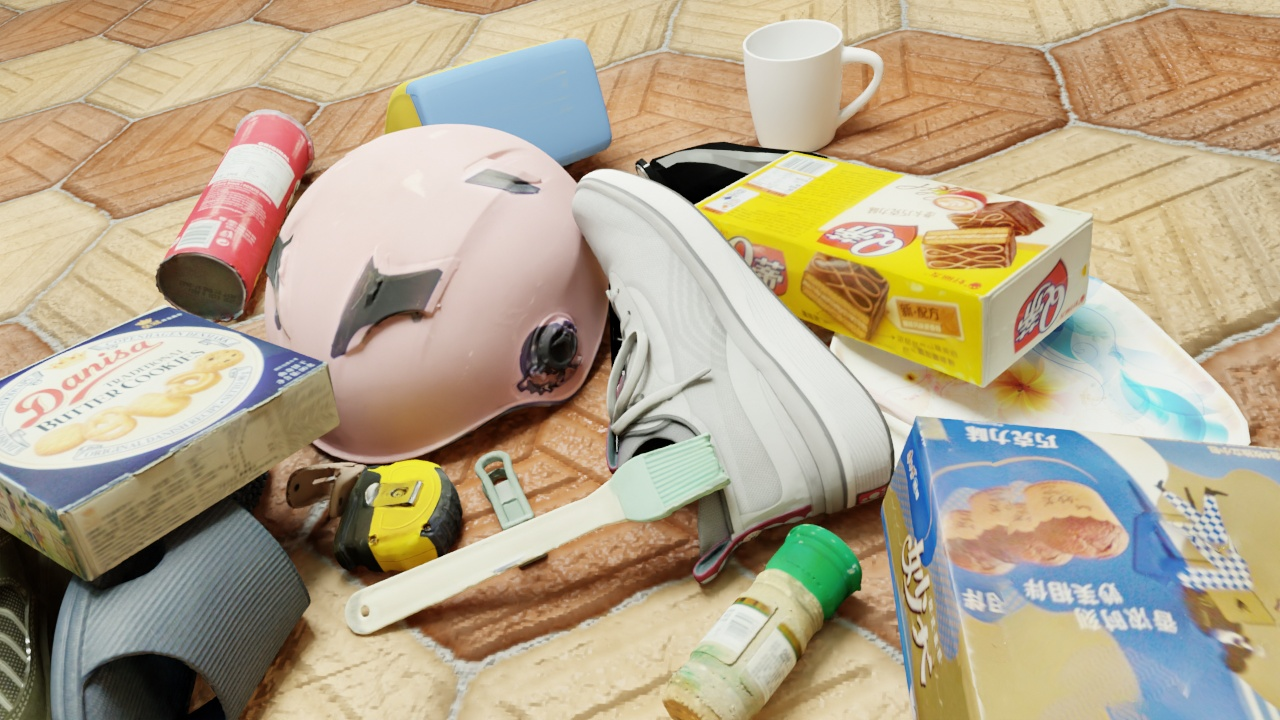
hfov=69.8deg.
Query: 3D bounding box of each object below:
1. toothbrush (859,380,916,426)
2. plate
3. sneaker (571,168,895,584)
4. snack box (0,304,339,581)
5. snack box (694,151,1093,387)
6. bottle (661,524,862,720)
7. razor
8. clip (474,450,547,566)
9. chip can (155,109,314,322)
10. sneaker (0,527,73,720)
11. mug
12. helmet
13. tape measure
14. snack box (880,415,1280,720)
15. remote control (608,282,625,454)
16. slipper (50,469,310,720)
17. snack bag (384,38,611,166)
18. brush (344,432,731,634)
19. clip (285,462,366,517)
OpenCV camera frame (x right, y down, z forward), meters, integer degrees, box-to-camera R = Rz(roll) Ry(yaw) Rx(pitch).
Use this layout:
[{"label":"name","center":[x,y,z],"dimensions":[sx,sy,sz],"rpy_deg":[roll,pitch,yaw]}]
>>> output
[{"label":"toothbrush","center":[0.134,0.027,0.514],"dimensions":[0.018,0.016,0.181],"rpy_deg":[-38,47,-19]},{"label":"plate","center":[0.218,0.018,0.529],"dimensions":[0.187,0.016,0.186],"rpy_deg":[-14,41,-2]},{"label":"sneaker","center":[0.017,0.000,0.526],"dimensions":[0.128,0.097,0.263],"rpy_deg":[-33,64,-9]},{"label":"snack box","center":[-0.259,0.032,0.470],"dimensions":[0.145,0.043,0.144],"rpy_deg":[16,35,28]},{"label":"snack box","center":[0.149,-0.069,0.587],"dimensions":[0.109,0.062,0.230],"rpy_deg":[-33,38,-27]},{"label":"bottle","center":[0.058,0.127,0.425],"dimensions":[0.043,0.043,0.110],"rpy_deg":[25,53,35]},{"label":"razor","center":[0.077,-0.146,0.728],"dimensions":[0.156,0.057,0.060],"rpy_deg":[-11,72,2]},{"label":"clip","center":[-0.073,0.086,0.524],"dimensions":[0.023,0.049,0.078],"rpy_deg":[-21,25,-13]},{"label":"chip can","center":[-0.342,-0.130,0.790],"dimensions":[0.073,0.073,0.232],"rpy_deg":[-9,41,3]},{"label":"sneaker","center":[-0.343,0.136,0.430],"dimensions":[0.101,0.143,0.237],"rpy_deg":[-19,41,-9]},{"label":"mug","center":[0.147,-0.229,0.774],"dimensions":[0.114,0.088,0.080],"rpy_deg":[5,43,18]},{"label":"helmet","center":[-0.140,-0.060,0.612],"dimensions":[0.230,0.153,0.254],"rpy_deg":[23,57,29]},{"label":"tape measure","center":[-0.134,0.086,0.520],"dimensions":[0.064,0.037,0.065],"rpy_deg":[-2,41,11]},{"label":"snack box","center":[0.212,0.107,0.362],"dimensions":[0.203,0.069,0.154],"rpy_deg":[5,43,2]},{"label":"remote control","center":[-0.003,0.003,0.579],"dimensions":[0.030,0.009,0.139],"rpy_deg":[8,50,-14]},{"label":"slipper","center":[-0.217,0.101,0.477],"dimensions":[0.082,0.101,0.263],"rpy_deg":[-12,37,0]},{"label":"snack bag","center":[-0.141,-0.212,0.820],"dimensions":[0.158,0.102,0.205],"rpy_deg":[-24,21,-21]},{"label":"brush","center":[-0.058,0.093,0.471],"dimensions":[0.218,0.012,0.033],"rpy_deg":[-25,73,9]},{"label":"clip","center":[-0.175,0.074,0.538],"dimensions":[0.040,0.024,0.060],"rpy_deg":[15,13,24]}]
